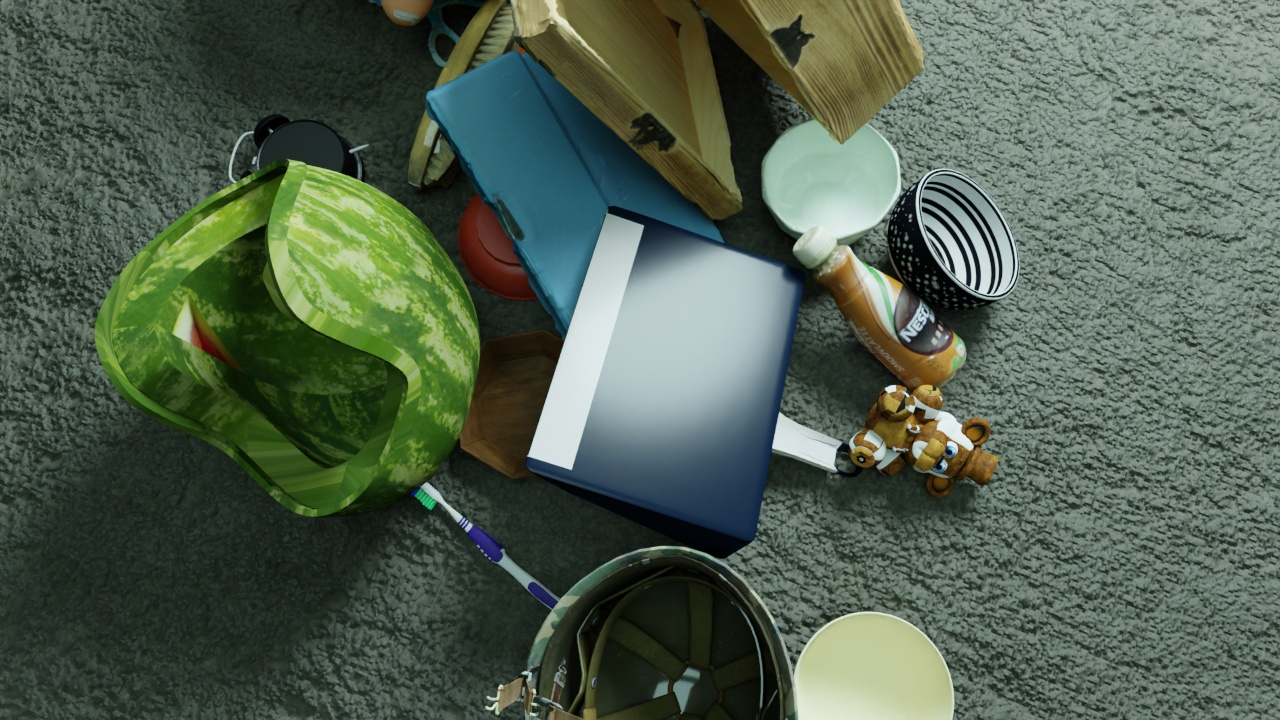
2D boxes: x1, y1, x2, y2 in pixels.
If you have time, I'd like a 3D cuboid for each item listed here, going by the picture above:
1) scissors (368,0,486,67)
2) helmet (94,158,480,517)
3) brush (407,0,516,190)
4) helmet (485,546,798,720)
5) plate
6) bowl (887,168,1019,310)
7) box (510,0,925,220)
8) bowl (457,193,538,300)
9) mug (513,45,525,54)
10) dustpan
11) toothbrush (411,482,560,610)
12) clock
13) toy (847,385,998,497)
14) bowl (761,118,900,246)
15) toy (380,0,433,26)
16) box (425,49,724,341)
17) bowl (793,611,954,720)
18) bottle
[{"bbox_3d":[-0.189,-0.347,0.880,0.127,0.012,0.137,-39,78,-6],"label":"scissors"},{"bbox_3d":[-0.235,-0.016,0.695,0.213,0.247,0.242,-21,34,19],"label":"helmet"},{"bbox_3d":[-0.158,-0.241,0.832,0.043,0.059,0.195,23,81,-2],"label":"brush"},{"bbox_3d":[0.015,0.245,0.629,0.193,0.236,0.223,6,67,17],"label":"helmet"},{"bbox_3d":[-0.094,0.039,0.786,0.131,0.025,0.131,0,78,1],"label":"plate"},{"bbox_3d":[0.254,-0.094,0.781,0.120,0.067,0.120,14,63,-28],"label":"bowl"},{"bbox_3d":[0.026,-0.295,0.708,0.221,0.279,0.258,-42,56,15],"label":"box"},{"bbox_3d":[-0.105,-0.117,0.815,0.122,0.035,0.122,0,78,1],"label":"bowl"},{"bbox_3d":[-0.058,-0.236,0.817,0.112,0.078,0.096,-31,79,-3],"label":"mug"},{"bbox_3d":[0.067,0.033,0.732,0.273,0.080,0.235,18,63,-6],"label":"dustpan"},{"bbox_3d":[-0.124,0.159,0.766,0.186,0.015,0.016,39,86,8],"label":"toothbrush"},{"bbox_3d":[-0.311,-0.174,0.828,0.121,0.042,0.091,11,78,4],"label":"clock"},{"bbox_3d":[0.235,0.067,0.752,0.112,0.067,0.087,28,113,5],"label":"toy"},{"bbox_3d":[0.163,-0.147,0.800,0.117,0.061,0.117,-2,73,7],"label":"bowl"},{"bbox_3d":[-0.181,-0.443,0.780,0.262,0.266,0.280,35,89,-20],"label":"toy"},{"bbox_3d":[-0.045,-0.151,0.756,0.174,0.033,0.231,-35,100,-19],"label":"box"},{"bbox_3d":[0.171,0.253,0.709,0.118,0.074,0.118,0,78,1],"label":"bowl"},{"bbox_3d":[0.194,-0.045,0.757,0.167,0.059,0.059,42,81,-11],"label":"bottle"}]
